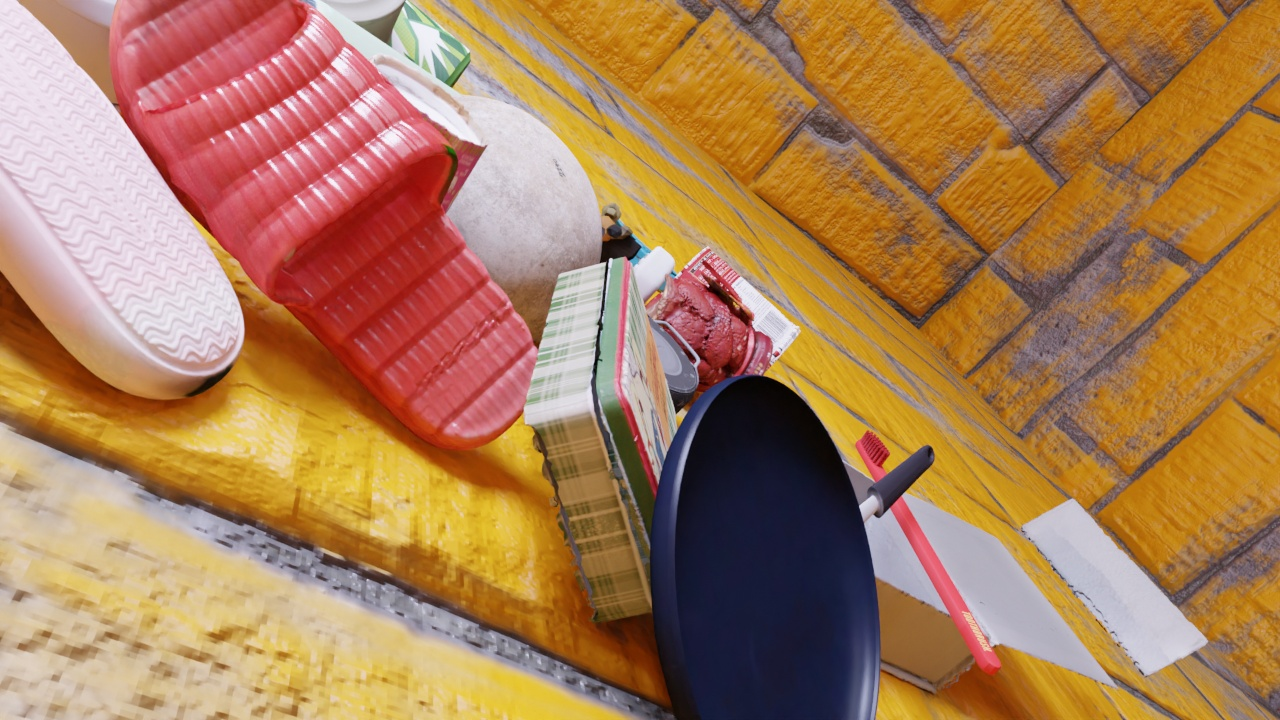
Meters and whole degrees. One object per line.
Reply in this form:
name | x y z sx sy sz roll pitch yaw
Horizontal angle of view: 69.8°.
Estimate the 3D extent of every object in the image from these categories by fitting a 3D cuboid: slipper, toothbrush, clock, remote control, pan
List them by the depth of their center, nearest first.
slipper | -0.228 -0.075 0.322 0.221 0.056 0.106 51 15 -8
slipper | -0.124 -0.065 0.390 0.249 0.103 0.059 56 -26 -15
pan | 0.104 0.092 0.485 0.355 0.021 0.198 -17 93 -56
toothbrush | 0.179 0.109 0.583 0.012 0.018 0.212 20 26 -20
clock | -0.004 0.004 0.644 0.091 0.044 0.122 49 23 13
remote control | 0.001 -0.070 0.817 0.028 0.060 0.114 44 20 -4

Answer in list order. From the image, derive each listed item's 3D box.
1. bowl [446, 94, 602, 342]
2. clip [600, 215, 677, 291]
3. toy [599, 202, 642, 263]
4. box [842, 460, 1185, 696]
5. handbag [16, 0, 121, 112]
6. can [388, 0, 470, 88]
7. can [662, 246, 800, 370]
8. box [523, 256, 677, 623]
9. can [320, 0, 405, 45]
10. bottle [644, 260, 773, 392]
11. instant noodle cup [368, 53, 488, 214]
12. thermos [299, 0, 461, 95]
bowl | -0.081 -0.105 0.591 0.178 0.081 0.178 35 37 -33
clip | -0.007 -0.113 0.972 0.119 0.027 0.102 40 19 -5
toy | -0.035 -0.117 0.841 0.076 0.062 0.100 23 -1 -2
box | 0.226 0.159 0.687 0.368 0.099 0.165 24 24 -30
handbag | -0.286 -0.241 0.467 0.216 0.096 0.222 37 33 -19
can | -0.224 -0.275 0.781 0.144 0.083 0.083 37 18 -17
can | 0.077 -0.035 0.857 0.116 0.087 0.086 43 17 3
box | -0.012 0.027 0.469 0.205 0.051 0.118 -92 169 -70
can | -0.238 -0.286 0.680 0.127 0.073 0.127 9 71 -28
bottle | 0.048 -0.025 0.747 0.111 0.099 0.098 32 19 -15
instant noodle cup | -0.138 -0.092 0.474 0.097 0.109 0.097 37 18 -14
thermos | -0.189 -0.183 0.640 0.231 0.082 0.082 28 22 -40
